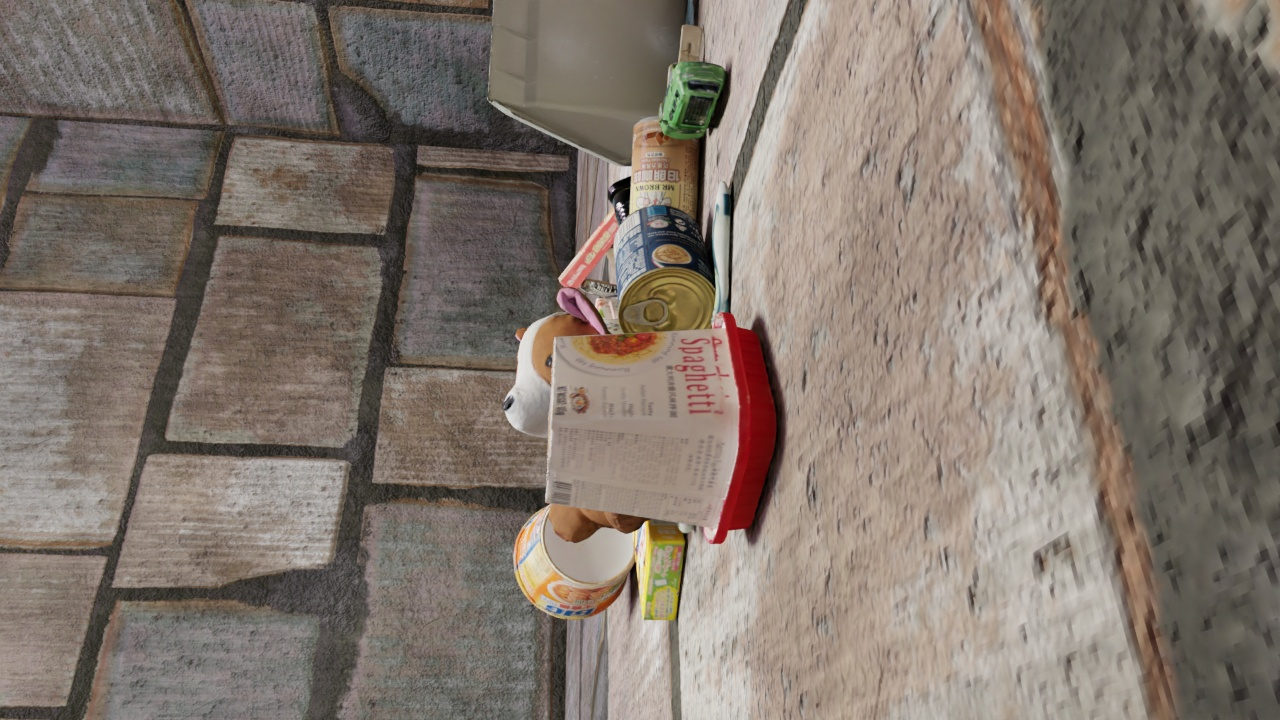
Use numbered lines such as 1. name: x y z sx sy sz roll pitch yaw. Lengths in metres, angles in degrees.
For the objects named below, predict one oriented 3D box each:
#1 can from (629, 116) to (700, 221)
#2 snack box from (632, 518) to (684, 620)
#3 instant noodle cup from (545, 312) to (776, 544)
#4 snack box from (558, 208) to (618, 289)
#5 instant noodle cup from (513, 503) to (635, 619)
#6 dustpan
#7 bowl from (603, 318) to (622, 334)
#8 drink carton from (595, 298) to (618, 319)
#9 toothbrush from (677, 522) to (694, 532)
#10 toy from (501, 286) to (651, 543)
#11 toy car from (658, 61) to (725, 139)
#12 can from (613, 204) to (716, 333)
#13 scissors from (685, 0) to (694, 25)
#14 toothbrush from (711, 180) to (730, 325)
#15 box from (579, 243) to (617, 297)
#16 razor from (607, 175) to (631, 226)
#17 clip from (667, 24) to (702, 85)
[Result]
1. can: 0.020 -0.146 0.789 0.058 0.058 0.116 177 96 -84
2. snack box: 0.015 0.158 0.840 0.140 0.033 0.087 -104 17 -62
3. instant noodle cup: 0.007 0.038 0.551 0.116 0.124 0.117 -95 10 -48
4. snack box: -0.054 -0.160 1.235 0.153 0.025 0.075 -51 11 4
5. instant noodle cup: -0.073 0.229 1.117 0.112 0.151 0.151 121 152 -59
6. dustpan: -0.051 -0.308 0.911 0.143 0.257 0.222 -10 76 59
7. bowl: -0.005 0.005 0.850 0.062 0.113 0.113 -35 36 25
8. drink carton: -0.034 -0.035 1.240 0.122 0.053 0.046 -97 12 -51
9. toothbrush: 0.027 0.100 0.817 0.029 0.020 0.189 -52 18 13
10. toy: -0.052 0.047 0.754 0.140 0.130 0.199 -25 77 50
11. toy car: 0.039 -0.199 0.714 0.091 0.043 0.036 118 154 -76
12. can: 0.018 -0.065 0.709 0.111 0.075 0.075 -96 11 -55
13. scissors: 0.048 -0.341 0.832 0.113 0.017 0.134 156 113 -77
14. toothbrush: 0.053 -0.033 0.642 0.016 0.018 0.191 141 131 -80
15. box: -0.052 -0.116 1.285 0.076 0.088 0.163 61 175 -12
16. razor: 0.001 -0.133 1.027 0.067 0.062 0.167 45 -147 -56
17. clip: 0.041 -0.245 0.788 0.100 0.034 0.072 -82 0 -46
